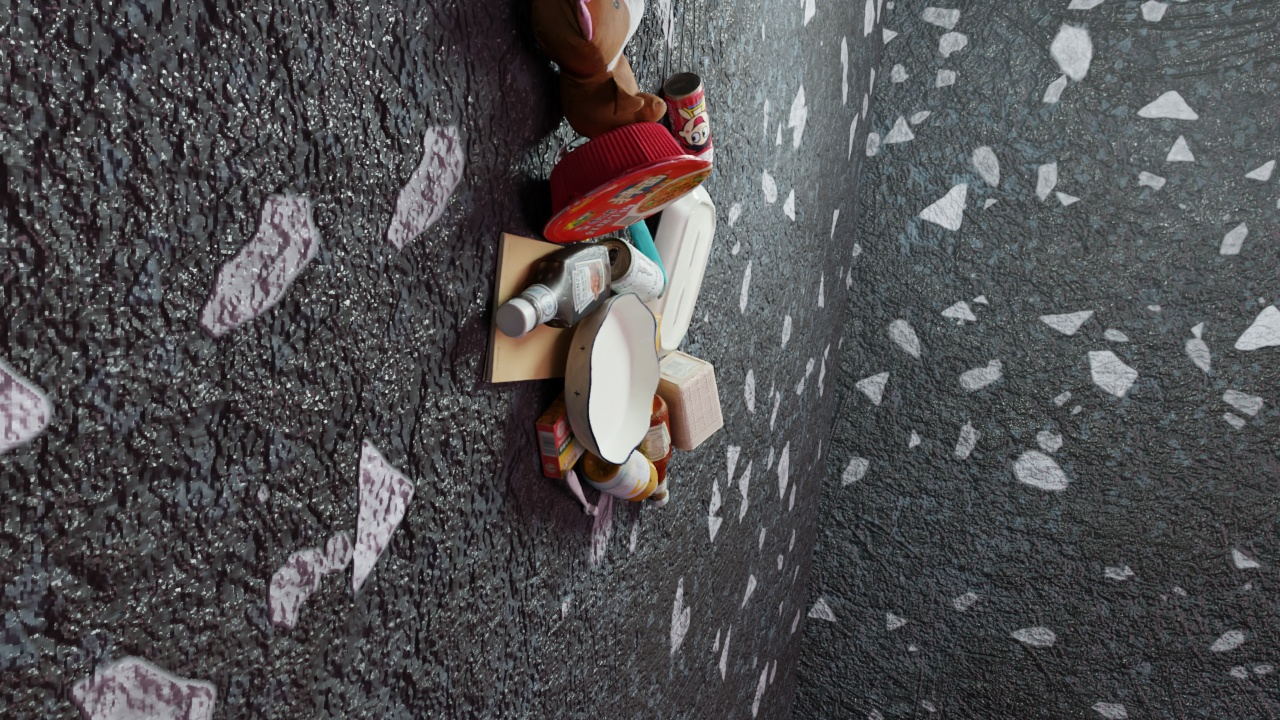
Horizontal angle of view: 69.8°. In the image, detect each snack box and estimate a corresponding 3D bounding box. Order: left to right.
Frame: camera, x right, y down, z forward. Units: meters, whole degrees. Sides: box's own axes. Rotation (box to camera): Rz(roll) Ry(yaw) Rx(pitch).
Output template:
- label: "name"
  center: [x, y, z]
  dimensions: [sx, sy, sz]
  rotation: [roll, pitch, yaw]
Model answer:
- label: "snack box"
  center: [-0.076, 0.066, 1.107]
  dimensions: [0.155, 0.027, 0.077]
  rotation: [-53, 144, -51]

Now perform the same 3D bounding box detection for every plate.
- label: "plate"
  center: [-0.033, 0.020, 1.100]
  dimensions: [0.204, 0.046, 0.205]
  rotation: [7, 90, -67]
- label: "plate"
  center: [0.054, -0.123, 1.304]
  dimensions: [0.161, 0.034, 0.266]
  rotation: [4, 103, -66]

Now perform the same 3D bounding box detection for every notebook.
- label: "notebook"
  center: [-0.107, -0.054, 1.002]
  dimensions: [0.211, 0.012, 0.149]
  rotation: [-2, 99, -69]

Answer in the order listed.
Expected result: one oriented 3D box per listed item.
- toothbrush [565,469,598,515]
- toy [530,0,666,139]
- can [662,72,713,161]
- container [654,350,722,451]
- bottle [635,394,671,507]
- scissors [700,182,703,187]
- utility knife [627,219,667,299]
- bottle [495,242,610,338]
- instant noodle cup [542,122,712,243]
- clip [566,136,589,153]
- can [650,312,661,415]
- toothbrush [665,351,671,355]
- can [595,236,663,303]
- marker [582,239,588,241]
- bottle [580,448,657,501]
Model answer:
- label: "toothbrush"
  center: [-0.072, 0.165, 1.132]
  dimensions: [0.180, 0.016, 0.016]
  rotation: [76, 29, -66]
- label: "toy"
  center: [-0.043, -0.314, 0.911]
  dimensions: [0.130, 0.140, 0.199]
  rotation: [-40, 143, -1]
- label: "can"
  center: [0.068, -0.331, 1.282]
  dimensions: [0.133, 0.053, 0.053]
  rotation: [73, 33, -50]
- label: "container"
  center: [0.060, 0.056, 1.352]
  dimensions: [0.090, 0.090, 0.111]
  rotation: [-35, 131, -33]
- label: "bottle"
  center: [0.017, 0.137, 1.341]
  dimensions: [0.059, 0.060, 0.206]
  rotation: [-61, 154, -42]
- label: "scissors"
  center: [0.091, -0.230, 1.425]
  dimensions: [0.124, 0.012, 0.174]
  rotation: [-58, 150, -75]
- label: "utility knife"
  center: [0.007, -0.147, 1.204]
  dimensions: [0.029, 0.013, 0.151]
  rotation: [-39, 124, -23]
- label: "bottle"
  center: [-0.089, -0.071, 0.967]
  dimensions: [0.194, 0.044, 0.080]
  rotation: [-42, 133, -59]
- label: "instant noodle cup"
  center: [-0.023, -0.193, 0.974]
  dimensions: [0.066, 0.194, 0.193]
  rotation: [67, 21, 6]
- label: "clip"
  center: [-0.063, -0.237, 1.020]
  dimensions: [0.058, 0.027, 0.045]
  rotation: [-40, 143, -60]
- label: "can"
  center: [-0.007, 0.007, 1.219]
  dimensions: [0.058, 0.058, 0.146]
  rotation: [-18, 115, -67]
- label: "toothbrush"
  center: [0.045, 0.017, 1.417]
  dimensions: [0.015, 0.017, 0.190]
  rotation: [-19, 116, -68]
- label: "can"
  center: [-0.016, -0.110, 1.133]
  dimensions: [0.146, 0.058, 0.058]
  rotation: [21, 79, -73]
- label: "marker"
  center: [-0.060, -0.199, 1.060]
  dimensions: [0.018, 0.015, 0.124]
  rotation: [15, 82, -71]
- label: "bottle"
  center: [-0.021, 0.151, 1.230]
  dimensions: [0.189, 0.068, 0.068]
  rotation: [42, 59, -66]
